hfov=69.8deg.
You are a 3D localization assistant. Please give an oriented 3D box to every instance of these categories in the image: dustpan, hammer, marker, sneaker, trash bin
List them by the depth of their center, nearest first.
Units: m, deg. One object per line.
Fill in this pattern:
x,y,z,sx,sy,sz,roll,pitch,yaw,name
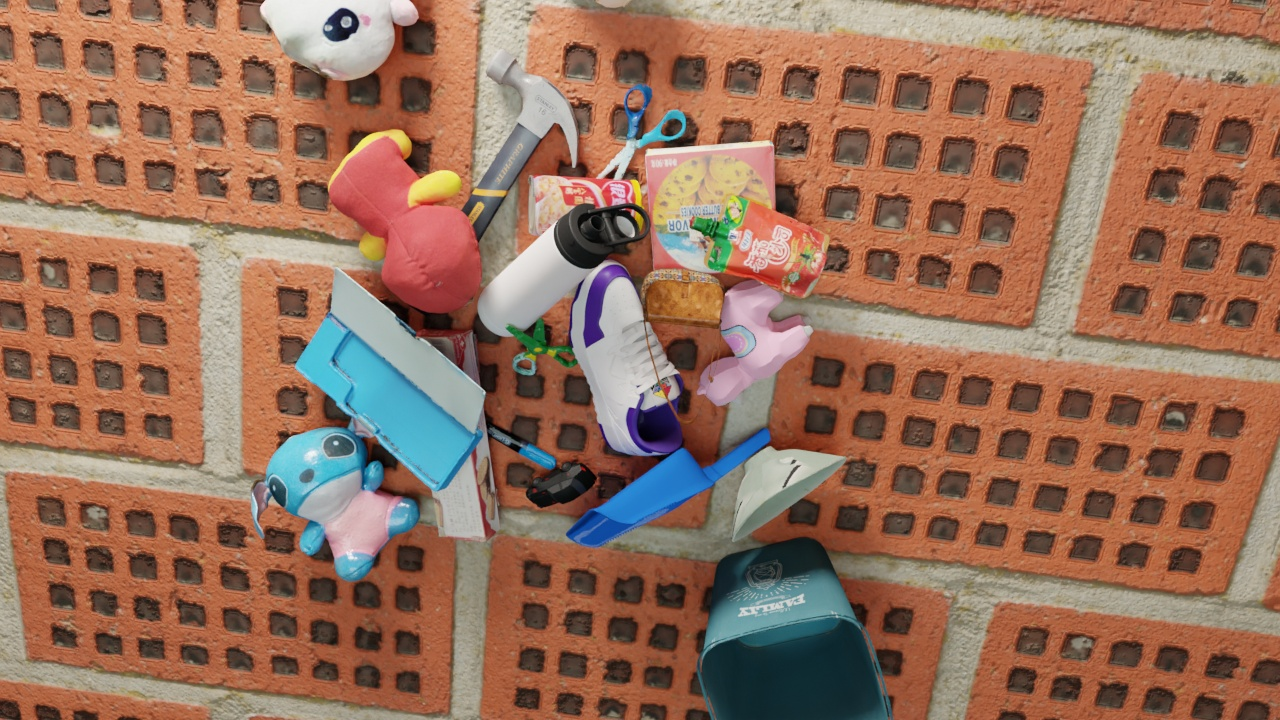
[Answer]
-0.006,0.007,1.061,0.091,0.111,0.244,-25,114,-31,sneaker
-0.187,-0.187,1.065,0.139,0.035,0.313,34,107,-9,hammer
0.044,0.143,1.099,0.257,0.246,0.059,-34,82,-19,dustpan
0.178,0.343,1.116,0.197,0.218,0.199,-15,107,8,trash bin
-0.162,0.105,1.167,0.123,0.015,0.018,30,111,-4,marker

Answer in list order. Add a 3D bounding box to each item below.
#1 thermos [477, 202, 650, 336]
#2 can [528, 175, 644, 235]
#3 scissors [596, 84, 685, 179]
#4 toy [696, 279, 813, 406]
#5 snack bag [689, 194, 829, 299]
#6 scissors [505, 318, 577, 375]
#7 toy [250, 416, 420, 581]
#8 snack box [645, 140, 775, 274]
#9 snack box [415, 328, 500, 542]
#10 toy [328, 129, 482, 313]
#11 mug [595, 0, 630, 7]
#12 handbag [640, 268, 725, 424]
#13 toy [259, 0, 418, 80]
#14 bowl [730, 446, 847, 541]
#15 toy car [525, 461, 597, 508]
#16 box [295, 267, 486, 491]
-0.091,-0.100,1.021,0.231,0.101,0.068,-33,75,49,thermos
-0.063,-0.171,1.028,0.124,0.066,0.067,0,109,-14,can
-0.017,-0.252,1.045,0.083,0.016,0.135,43,110,-14,scissors
0.123,-0.021,1.082,0.158,0.067,0.123,-34,102,17,toy
0.128,-0.128,1.017,0.155,0.044,0.087,20,90,-3,snack bag
-0.131,-0.014,1.091,0.108,0.012,0.131,-22,147,24,scissors
-0.371,0.164,1.161,0.223,0.099,0.191,-42,104,-13,toy
0.081,-0.171,1.044,0.142,0.040,0.145,-4,112,4,snack box
-0.230,0.095,1.147,0.077,0.044,0.273,2,108,23,snack box
-0.258,-0.146,1.022,0.148,0.098,0.216,-43,79,30,toy
-0.040,-0.414,0.962,0.089,0.085,0.112,42,141,-12,mug
0.046,-0.020,0.994,0.093,0.195,0.043,5,145,-5,handbag
-0.308,-0.381,0.983,0.179,0.101,0.139,-44,88,-4,toy
0.160,0.141,1.101,0.174,0.174,0.068,-40,70,14,bowl
-0.102,0.162,1.163,0.092,0.036,0.042,-29,130,12,toy car
-0.286,0.018,1.089,0.243,0.060,0.176,39,121,11,box
